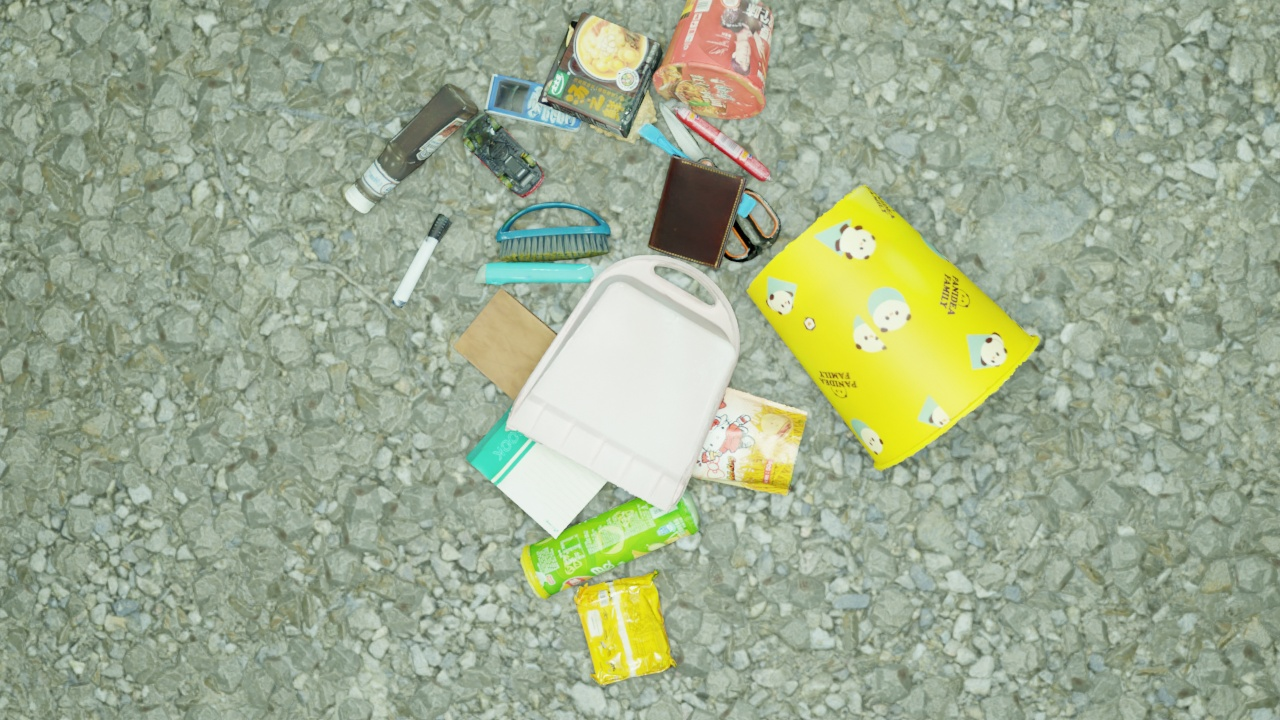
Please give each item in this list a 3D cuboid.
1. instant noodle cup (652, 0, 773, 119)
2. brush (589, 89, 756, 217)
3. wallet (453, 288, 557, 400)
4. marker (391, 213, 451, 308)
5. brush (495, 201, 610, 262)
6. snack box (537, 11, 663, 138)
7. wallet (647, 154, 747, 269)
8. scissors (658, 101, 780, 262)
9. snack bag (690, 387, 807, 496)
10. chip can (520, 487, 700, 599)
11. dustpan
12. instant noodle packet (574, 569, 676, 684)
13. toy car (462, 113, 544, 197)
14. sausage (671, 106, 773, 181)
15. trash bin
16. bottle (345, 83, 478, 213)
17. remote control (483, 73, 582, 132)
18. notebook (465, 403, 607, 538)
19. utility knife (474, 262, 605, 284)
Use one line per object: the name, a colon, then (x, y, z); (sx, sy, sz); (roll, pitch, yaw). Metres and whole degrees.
instant noodle cup: (0.095, -0.366, 1.091); (0.138, 0.138, 0.108); (15, 83, 2)
brush: (0.037, -0.262, 1.130); (0.254, 0.046, 0.083); (39, 94, 4)
wallet: (-0.164, -0.019, 1.163); (0.115, 0.020, 0.101); (41, 94, 5)
marker: (-0.278, -0.126, 1.168); (0.022, 0.018, 0.131); (28, 92, -7)
brush: (-0.109, -0.160, 1.139); (0.144, 0.055, 0.073); (-4, 91, 3)
snack box: (-0.052, -0.343, 1.099); (0.125, 0.053, 0.113); (23, 92, 5)
wallet: (0.068, -0.180, 1.122); (0.096, 0.020, 0.122); (18, 118, 5)
scissors: (0.076, -0.220, 1.146); (0.235, 0.021, 0.125); (37, 93, 2)
snack bag: (0.094, 0.091, 1.137); (0.208, 0.073, 0.128); (14, 92, 10)
chip can: (-0.035, 0.220, 1.134); (0.221, 0.072, 0.072); (-24, 90, 4)
dustpan: (0.004, 0.011, 1.103); (0.222, 0.138, 0.273); (32, 96, -6)
instant noodle packet: (-0.020, 0.332, 1.149); (0.110, 0.044, 0.128); (-12, 94, -4)
toy car: (-0.171, -0.254, 1.146); (0.053, 0.045, 0.120); (-43, 81, 1)
sausage: (0.103, -0.270, 1.140); (0.156, 0.020, 0.020); (36, 92, -4)
trash bin: (0.274, -0.045, 1.047); (0.229, 0.229, 0.255); (-41, 83, 3)
bottle: (-0.287, -0.260, 1.136); (0.195, 0.079, 0.044); (-41, 93, 11)
remote control: (-0.132, -0.323, 1.153); (0.125, 0.024, 0.049); (14, 92, 1)
notebook: (-0.089, 0.090, 1.111); (0.150, 0.012, 0.209); (41, 92, -2)
utility knife: (-0.124, -0.109, 1.163); (0.171, 0.013, 0.029); (1, 93, 0)
